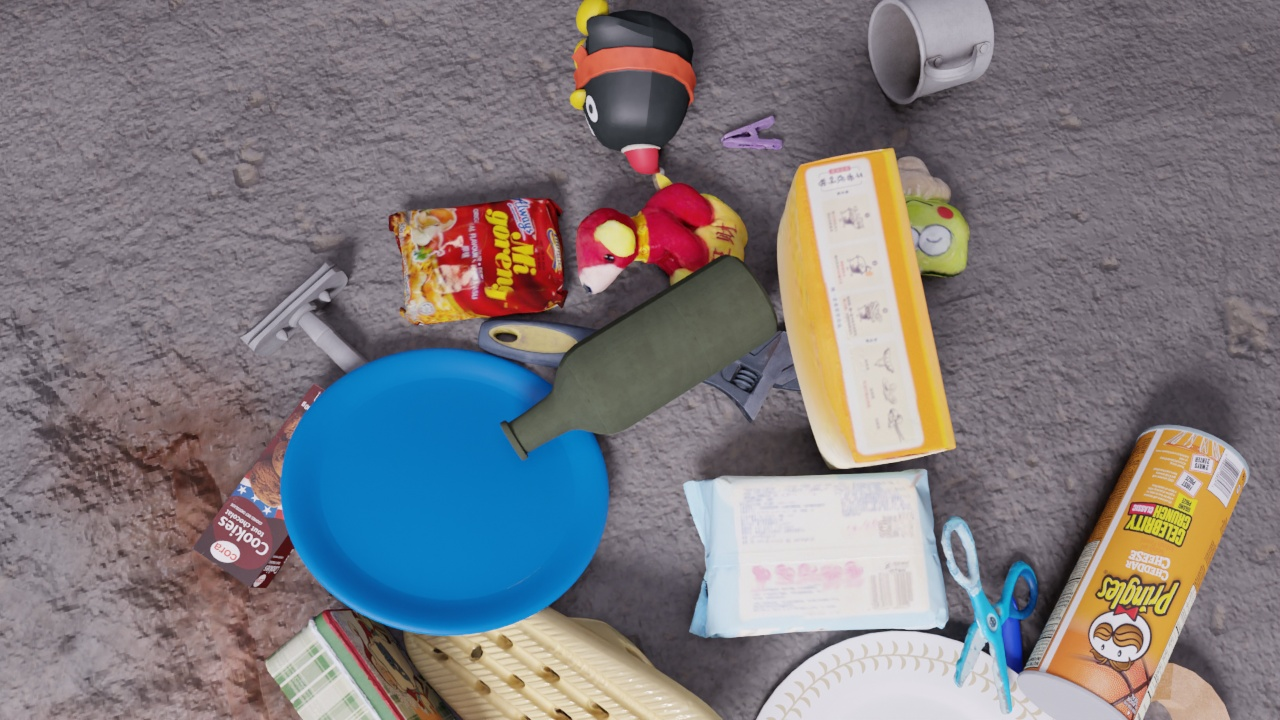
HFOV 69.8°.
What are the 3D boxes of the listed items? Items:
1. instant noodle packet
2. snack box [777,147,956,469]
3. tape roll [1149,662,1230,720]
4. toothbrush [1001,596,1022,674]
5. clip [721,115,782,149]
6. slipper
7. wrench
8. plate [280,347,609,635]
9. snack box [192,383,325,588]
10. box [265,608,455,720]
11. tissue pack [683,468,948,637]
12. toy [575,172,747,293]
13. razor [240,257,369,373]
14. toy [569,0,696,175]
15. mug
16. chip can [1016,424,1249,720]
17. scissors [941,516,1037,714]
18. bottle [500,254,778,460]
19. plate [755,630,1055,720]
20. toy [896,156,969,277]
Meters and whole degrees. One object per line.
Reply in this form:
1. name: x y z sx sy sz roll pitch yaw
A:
1. instant noodle packet: -0.125 -0.079 0.716 0.135 0.040 0.098 -6 69 -3
2. snack box: 0.143 -0.024 0.635 0.081 0.145 0.195 -10 81 4
3. tape roll: 0.364 0.261 0.648 0.094 0.027 0.094 0 75 -2
4. toothbrush: 0.264 0.261 0.654 0.016 0.018 0.182 6 73 -2
5. clip: 0.097 -0.184 0.763 0.050 0.014 0.046 -40 83 -14
6. slipper: -0.048 0.228 0.622 0.261 0.079 0.111 27 89 23
7. wrench: 0.011 -0.002 0.708 0.273 0.022 0.073 9 76 0
8. plate: -0.134 0.088 0.648 0.224 0.024 0.223 9 52 -12
9. snack box: -0.256 0.091 0.670 0.051 0.032 0.140 31 77 6
10. box: -0.147 0.252 0.591 0.050 0.118 0.205 -39 78 -6
11. tissue pack: 0.122 0.137 0.652 0.182 0.070 0.112 -2 76 -1
12. toy: 0.018 -0.097 0.715 0.137 0.067 0.105 -1 72 -10
13. razor: -0.227 -0.007 0.695 0.116 0.047 0.088 44 78 1
14. toy: -0.006 -0.212 0.725 0.099 0.098 0.119 2 78 -6
15. mug: 0.241 -0.252 0.739 0.070 0.084 0.113 -19 38 -9
16. chip can: 0.343 0.149 0.635 0.075 0.075 0.214 36 68 7
17. scissors: 0.249 0.176 0.644 0.134 0.012 0.134 5 69 -38
18. bottle: -0.004 0.004 0.658 0.206 0.071 0.071 -32 79 -6
19. plate: 0.186 0.311 0.624 0.242 0.016 0.242 -2 70 4
20. toy: 0.212 -0.114 0.732 0.092 0.046 0.115 -7 68 2
